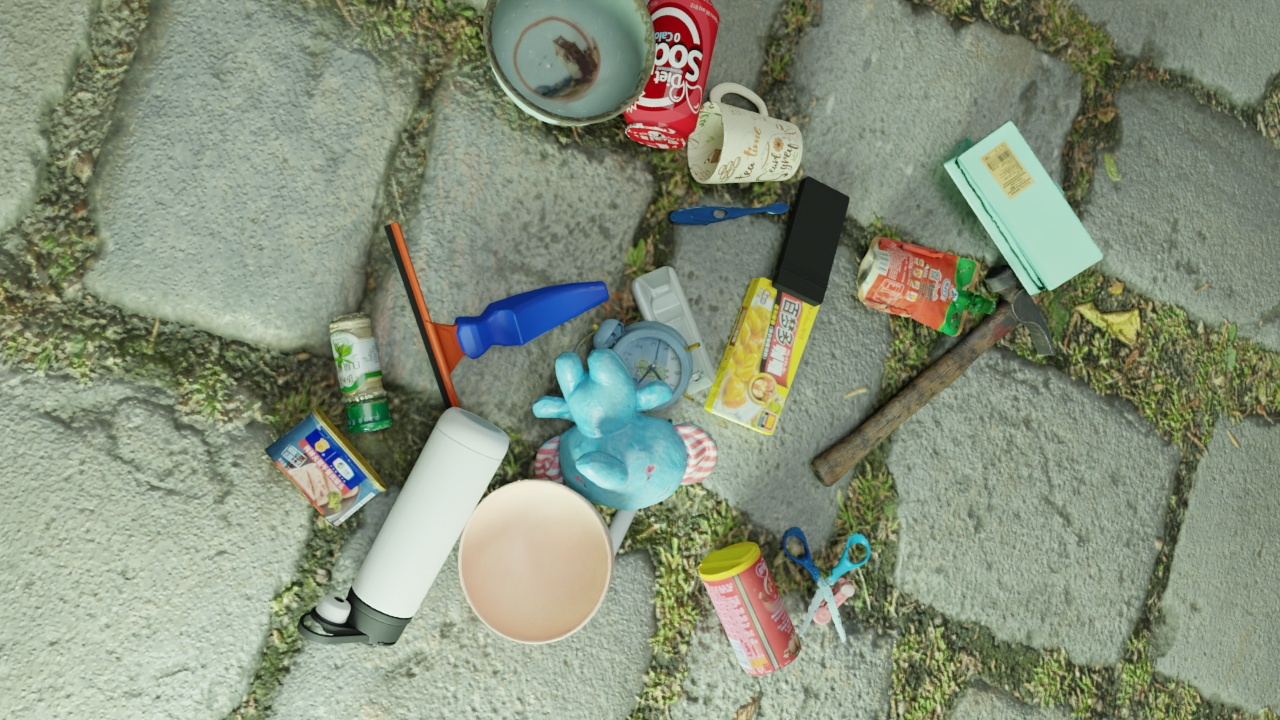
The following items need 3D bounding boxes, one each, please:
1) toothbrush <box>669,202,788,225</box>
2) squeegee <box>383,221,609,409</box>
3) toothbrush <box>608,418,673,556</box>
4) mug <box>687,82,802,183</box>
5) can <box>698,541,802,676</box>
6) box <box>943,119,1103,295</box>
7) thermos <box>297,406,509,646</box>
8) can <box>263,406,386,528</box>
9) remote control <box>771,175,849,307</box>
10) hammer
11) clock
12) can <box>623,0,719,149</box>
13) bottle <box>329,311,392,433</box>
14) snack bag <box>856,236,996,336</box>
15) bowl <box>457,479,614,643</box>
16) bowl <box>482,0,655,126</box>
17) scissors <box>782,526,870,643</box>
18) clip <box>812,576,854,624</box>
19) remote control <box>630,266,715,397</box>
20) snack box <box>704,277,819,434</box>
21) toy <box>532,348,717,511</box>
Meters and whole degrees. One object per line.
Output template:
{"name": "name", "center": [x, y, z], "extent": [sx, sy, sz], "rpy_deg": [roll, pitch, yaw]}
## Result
{"name": "toothbrush", "center": [0.093, -0.155, 0.965], "extent": [0.132, 0.016, 0.021], "rpy_deg": [-7, 91, -13]}
{"name": "squeegee", "center": [-0.118, -0.039, 0.884], "extent": [0.184, 0.055, 0.249], "rpy_deg": [-20, 113, -15]}
{"name": "toothbrush", "center": [-0.009, 0.143, 0.933], "extent": [0.018, 0.019, 0.188], "rpy_deg": [27, 83, -8]}
{"name": "mug", "center": [0.106, -0.237, 0.948], "extent": [0.097, 0.081, 0.121], "rpy_deg": [1, 63, -23]}
{"name": "can", "center": [0.113, 0.255, 0.944], "extent": [0.066, 0.067, 0.124], "rpy_deg": [-26, 97, -15]}
{"name": "box", "center": [0.425, -0.172, 1.007], "extent": [0.188, 0.092, 0.077], "rpy_deg": [53, 44, -9]}
{"name": "thermos", "center": [-0.212, 0.151, 0.832], "extent": [0.101, 0.068, 0.230], "rpy_deg": [29, 90, -47]}
{"name": "can", "center": [-0.287, 0.099, 0.836], "extent": [0.059, 0.054, 0.100], "rpy_deg": [-41, 100, -11]}
{"name": "remote control", "center": [0.182, -0.127, 0.976], "extent": [0.058, 0.013, 0.133], "rpy_deg": [24, 71, -15]}
{"name": "hammer", "center": [0.325, 0.035, 1.024], "extent": [0.330, 0.033, 0.120], "rpy_deg": [-38, 101, -12]}
{"name": "clock", "center": [-0.005, 0.005, 0.910], "extent": [0.124, 0.051, 0.089], "rpy_deg": [6, 100, 1]}
{"name": "can", "center": [0.030, -0.290, 0.914], "extent": [0.074, 0.074, 0.142], "rpy_deg": [13, 86, -16]}
{"name": "bottle", "center": [-0.260, 0.011, 0.850], "extent": [0.042, 0.043, 0.110], "rpy_deg": [-11, 93, -16]}
{"name": "snack bag", "center": [0.316, -0.080, 1.000], "extent": [0.155, 0.044, 0.087], "rpy_deg": [16, 88, -6]}
{"name": "bowl", "center": [-0.088, 0.186, 0.870], "extent": [0.153, 0.076, 0.153], "rpy_deg": [-2, 84, 17]}
{"name": "bowl", "center": [-0.074, -0.294, 0.874], "extent": [0.159, 0.094, 0.160], "rpy_deg": [0, 90, -16]}
{"name": "scissors", "center": [0.188, 0.233, 0.979], "extent": [0.117, 0.014, 0.130], "rpy_deg": [27, 79, 5]}
{"name": "clip", "center": [0.209, 0.260, 0.990], "extent": [0.023, 0.044, 0.060], "rpy_deg": [45, 65, -8]}
{"name": "remote control", "center": [0.035, -0.029, 0.944], "extent": [0.050, 0.022, 0.133], "rpy_deg": [-24, 97, -14]}
{"name": "snack box", "center": [0.129, -0.005, 0.969], "extent": [0.075, 0.025, 0.152], "rpy_deg": [22, 84, -15]}
{"name": "toy", "center": [-0.027, 0.072, 0.854], "extent": [0.184, 0.114, 0.181], "rpy_deg": [-7, 127, 17]}
